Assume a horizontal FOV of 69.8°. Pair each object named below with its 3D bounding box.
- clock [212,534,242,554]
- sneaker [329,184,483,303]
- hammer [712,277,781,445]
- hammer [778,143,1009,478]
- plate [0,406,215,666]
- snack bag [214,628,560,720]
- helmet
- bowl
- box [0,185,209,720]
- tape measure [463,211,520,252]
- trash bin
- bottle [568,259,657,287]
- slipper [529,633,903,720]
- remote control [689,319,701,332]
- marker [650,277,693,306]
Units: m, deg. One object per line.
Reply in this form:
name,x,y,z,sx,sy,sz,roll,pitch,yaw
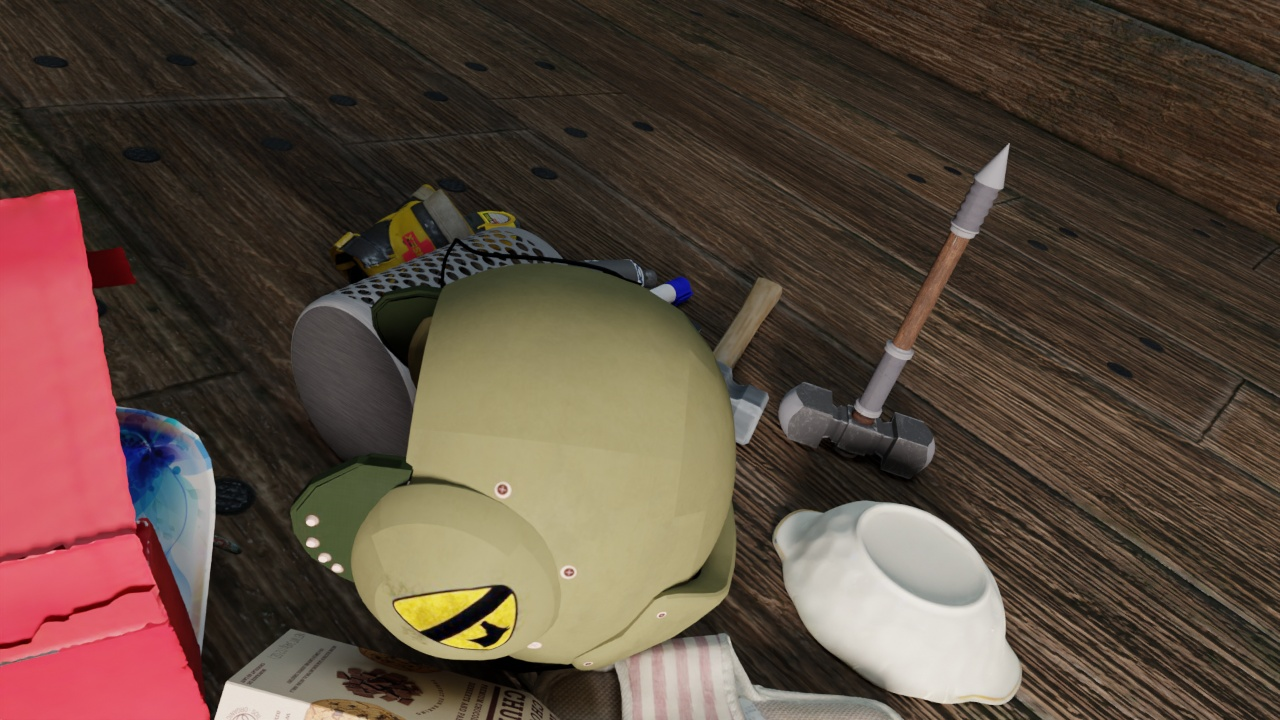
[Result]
clock,-0.307,0.075,0.541,0.157,0.121,0.073,25,68,-8
sneaker,-0.231,-0.108,0.899,0.122,0.086,0.238,-35,17,-9
hammer,0.101,-0.021,0.974,0.117,0.051,0.321,25,30,9
hammer,0.246,-0.041,0.814,0.156,0.323,0.043,18,33,-1
plate,-0.316,0.113,0.456,0.186,0.016,0.186,5,77,-19
snack bag,-0.100,0.208,0.462,0.206,0.070,0.094,16,-3,-3
helmet,-0.057,0.070,0.535,0.233,0.256,0.249,8,36,-7
bowl,0.211,0.172,0.727,0.219,0.060,0.187,34,35,23
box,-0.287,0.046,0.306,0.211,0.379,0.124,-11,32,-21
tape measure,-0.165,-0.141,1.018,0.064,0.037,0.065,-10,28,-30
trash bin,-0.155,-0.007,0.721,0.156,0.157,0.182,34,38,22
bottle,-0.032,-0.087,1.000,0.112,0.047,0.047,-6,40,-33
slipper,0.060,0.228,0.572,0.262,0.052,0.114,11,34,-13
remote control,0.015,-0.018,0.956,0.045,0.008,0.146,30,34,16
marker,0.012,-0.063,1.008,0.027,0.023,0.132,51,40,8
